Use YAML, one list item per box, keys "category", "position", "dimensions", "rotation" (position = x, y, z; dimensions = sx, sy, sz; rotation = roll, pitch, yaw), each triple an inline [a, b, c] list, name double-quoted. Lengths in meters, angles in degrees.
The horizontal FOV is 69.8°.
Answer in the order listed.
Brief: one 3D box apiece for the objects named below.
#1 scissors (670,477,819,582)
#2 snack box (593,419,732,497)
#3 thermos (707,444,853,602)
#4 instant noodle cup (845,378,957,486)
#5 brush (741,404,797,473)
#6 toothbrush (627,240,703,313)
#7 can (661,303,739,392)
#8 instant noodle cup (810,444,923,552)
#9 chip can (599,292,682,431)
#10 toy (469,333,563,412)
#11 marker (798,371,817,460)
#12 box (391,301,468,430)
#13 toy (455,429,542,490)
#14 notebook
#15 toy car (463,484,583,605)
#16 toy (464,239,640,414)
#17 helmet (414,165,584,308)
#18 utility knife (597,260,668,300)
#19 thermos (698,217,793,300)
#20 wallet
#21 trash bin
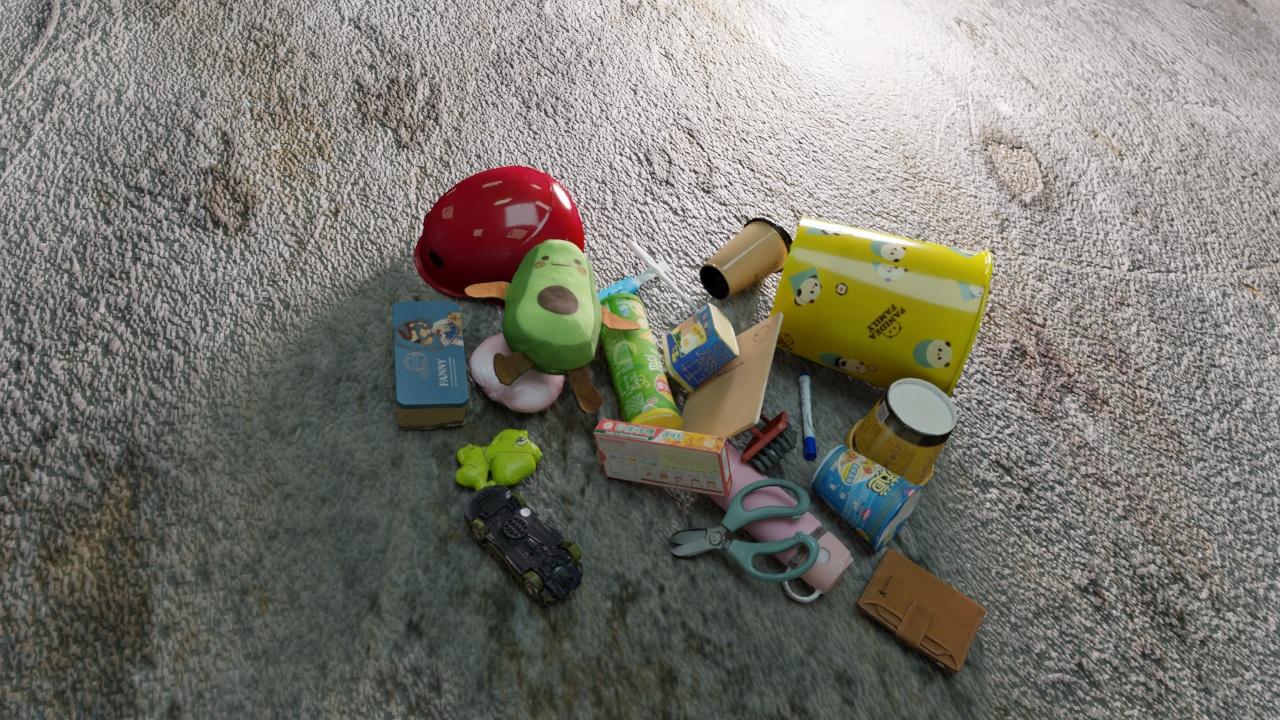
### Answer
- category: "scissors"
  position: [0.113, 0.185, 1.049]
  dimensions: [0.180, 0.019, 0.143]
  rotation: [-1, 76, 16]
- category: "snack box"
  position: [0.026, 0.114, 1.066]
  dimensions: [0.156, 0.077, 0.026]
  rotation: [7, 44, 22]
- category: "thermos"
  position: [0.151, 0.194, 1.081]
  dimensions: [0.087, 0.067, 0.198]
  rotation: [-45, 70, -6]
- category: "instant noodle cup"
  position: [0.340, 0.094, 1.183]
  dimensions: [0.118, 0.115, 0.118]
  rotation: [7, 47, -8]
- category: "brush"
  position: [0.155, 0.087, 1.138]
  dimensions: [0.069, 0.063, 0.145]
  rotation: [49, 12, 5]
- category: "toothbrush"
  position: [0.042, -0.118, 1.348]
  dimensions: [0.180, 0.016, 0.016]
  rotation: [46, 45, 18]
- category: "can"
  position: [0.079, -0.018, 1.211]
  dimensions: [0.057, 0.083, 0.102]
  rotation: [44, 20, -25]
- category: "instant noodle cup"
  position: [0.272, 0.161, 1.124]
  dimensions: [0.110, 0.099, 0.099]
  rotation: [37, 49, 28]
- category: "chip can"
  position: [-0.007, 0.007, 1.194]
  dimensions: [0.072, 0.073, 0.221]
  rotation: [-3, 50, -18]
- category: "toy"
  position: [-0.146, -0.001, 1.174]
  dimensions: [0.121, 0.054, 0.159]
  rotation: [31, 48, 2]
- category: "marker"
  position: [0.225, 0.072, 1.238]
  dimensions: [0.017, 0.017, 0.145]
  rotation: [11, 47, -6]
- category: "box"
  position: [-0.261, 0.009, 1.130]
  dimensions: [0.089, 0.061, 0.184]
  rotation: [-3, 48, -17]
- category: "toy"
  position: [-0.165, 0.119, 1.076]
  dimensions: [0.100, 0.031, 0.096]
  rotation: [2, 48, -8]
- category: "notebook"
  position: [0.108, 0.034, 1.158]
  dimensions: [0.008, 0.148, 0.207]
  rotation: [43, 40, -20]
- category: "toy car"
  position: [-0.129, 0.199, 1.006]
  dimensions: [0.158, 0.042, 0.070]
  rotation: [42, 51, 20]
- category: "toy"
  position: [-0.108, -0.056, 1.143]
  dimensions: [0.226, 0.090, 0.246]
  rotation: [15, 51, -20]
- category: "helmet"
  position: [-0.190, -0.187, 1.274]
  dimensions: [0.239, 0.144, 0.206]
  rotation: [-5, 52, -18]
- category: "utility knife"
  position: [-0.031, -0.100, 1.322]
  dimensions: [0.034, 0.018, 0.217]
  rotation: [40, 49, 21]
- category: "thermos"
  position: [0.158, -0.151, 1.377]
  dimensions: [0.093, 0.093, 0.143]
  rotation: [41, 59, 21]
- category: "wallet"
  position: [0.321, 0.292, 1.059]
  dimensions: [0.131, 0.035, 0.118]
  rotation: [33, 43, 15]
- category: "trash bin"
  position: [0.317, -0.077, 1.269]
  dimensions: [0.255, 0.230, 0.228]
  rotation: [18, 46, 8]
